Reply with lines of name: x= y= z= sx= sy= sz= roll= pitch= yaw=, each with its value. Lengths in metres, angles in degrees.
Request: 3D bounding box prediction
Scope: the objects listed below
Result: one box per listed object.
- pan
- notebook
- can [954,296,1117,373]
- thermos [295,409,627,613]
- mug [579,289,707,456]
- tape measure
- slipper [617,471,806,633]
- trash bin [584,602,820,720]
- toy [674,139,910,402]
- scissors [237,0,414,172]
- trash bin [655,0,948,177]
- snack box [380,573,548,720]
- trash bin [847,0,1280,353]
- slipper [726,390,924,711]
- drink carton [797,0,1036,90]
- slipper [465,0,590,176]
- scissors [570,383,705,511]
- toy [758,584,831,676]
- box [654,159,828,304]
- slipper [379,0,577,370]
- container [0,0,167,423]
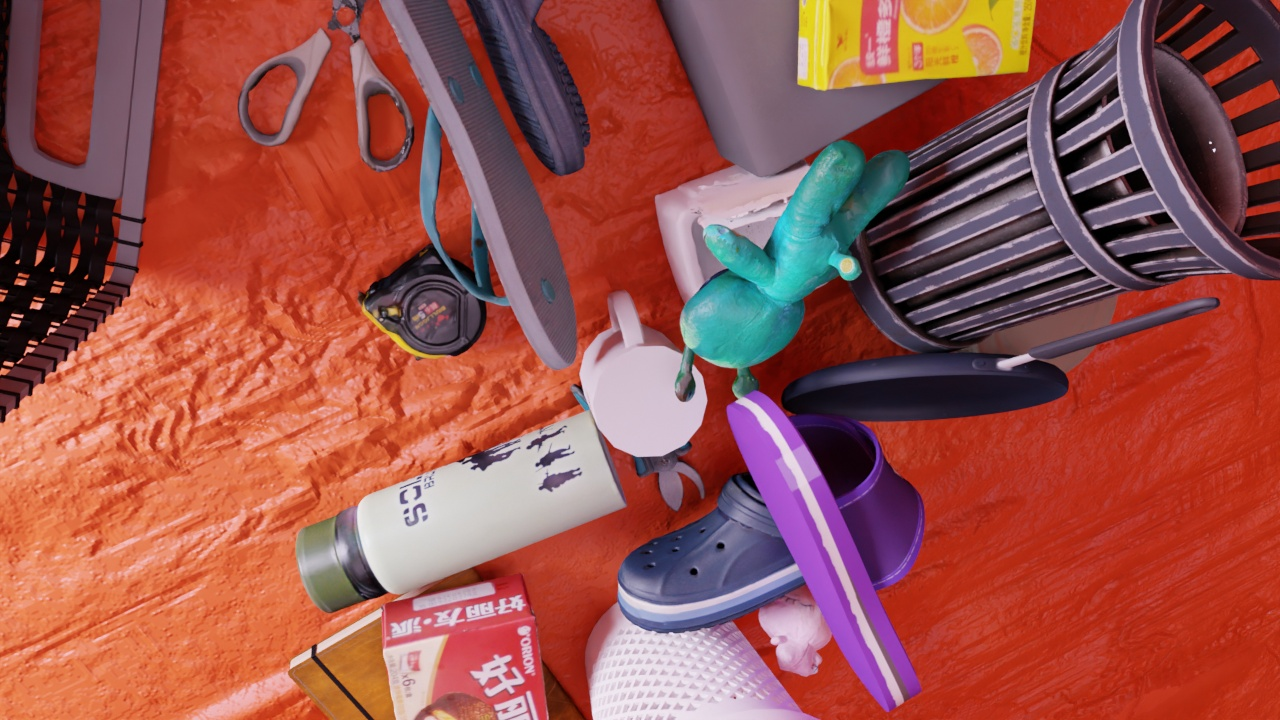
pan: x=0.223 y=0.005 z=0.597 sx=0.198 sy=0.357 sz=0.021 roll=3 pitch=78 yaw=-14
notebook: x=-0.159 y=0.299 z=0.770 sx=0.178 sy=0.014 sz=0.249 roll=-30 pitch=117 yaw=-3
can: x=0.295 y=-0.051 z=0.718 sx=0.127 sy=0.073 sz=0.128 roll=-6 pitch=113 yaw=-14
thermos: x=-0.129 y=0.113 z=0.663 sx=0.231 sy=0.082 sz=0.082 roll=-22 pitch=116 yaw=-1
mug: x=-0.004 y=0.004 z=0.633 sx=0.073 sy=0.089 sz=0.105 roll=-14 pitch=104 yaw=-6
tape measure: x=-0.141 y=-0.037 z=0.620 sx=0.071 sy=0.042 sz=0.072 roll=-37 pitch=113 yaw=1
slipper: x=0.094 y=0.128 z=0.724 sx=0.252 sy=0.105 sz=0.095 roll=-16 pitch=112 yaw=-12
trash bin: x=0.041 y=0.289 z=0.719 sx=0.195 sy=0.199 sz=0.196 roll=-6 pitch=113 yaw=-14
toy: x=0.084 y=-0.045 z=0.544 sx=0.130 sy=0.072 sz=0.194 roll=-1 pitch=140 yaw=-40
scissors: x=-0.180 y=-0.188 z=0.560 sx=0.158 sy=0.012 sz=0.162 roll=-37 pitch=117 yaw=0
trash bin: x=0.099 y=-0.258 z=0.564 sx=0.192 sy=0.097 sz=0.220 roll=-29 pitch=118 yaw=-3
snack box: x=-0.131 y=0.292 z=0.732 sx=0.113 sy=0.060 sz=0.237 roll=-9 pitch=114 yaw=-14
trash bin: x=0.240 y=-0.094 z=0.538 sx=0.164 sy=0.228 sz=0.164 roll=7 pitch=74 yaw=-27
slipper: x=0.149 y=0.115 z=0.625 sx=0.084 sy=0.107 sz=0.266 roll=-30 pitch=113 yaw=-5
drink carton: x=0.159 y=-0.193 z=0.534 sx=0.134 sy=0.043 sz=0.059 roll=-10 pitch=114 yaw=-14
slipper: x=-0.067 y=-0.239 z=0.530 sx=0.082 sy=0.101 sz=0.264 roll=-28 pitch=123 yaw=-12
scissors: x=0.006 y=0.050 z=0.709 sx=0.156 sy=0.019 sz=0.124 roll=20 pitch=105 yaw=-21
toy: x=0.129 y=0.204 z=0.763 sx=0.063 sy=0.109 sz=0.047 roll=29 pitch=124 yaw=-23
box: x=0.082 y=-0.085 z=0.610 sx=0.108 sy=0.137 sz=0.128 roll=-22 pitch=117 yaw=-9
slipper: x=-0.107 y=-0.116 z=0.579 sx=0.055 sy=0.098 sz=0.269 roll=-15 pitch=110 yaw=17
container: x=-0.376 y=-0.135 z=0.400 sx=0.243 sy=0.245 sz=0.248 roll=11 pitch=109 yaw=-16
